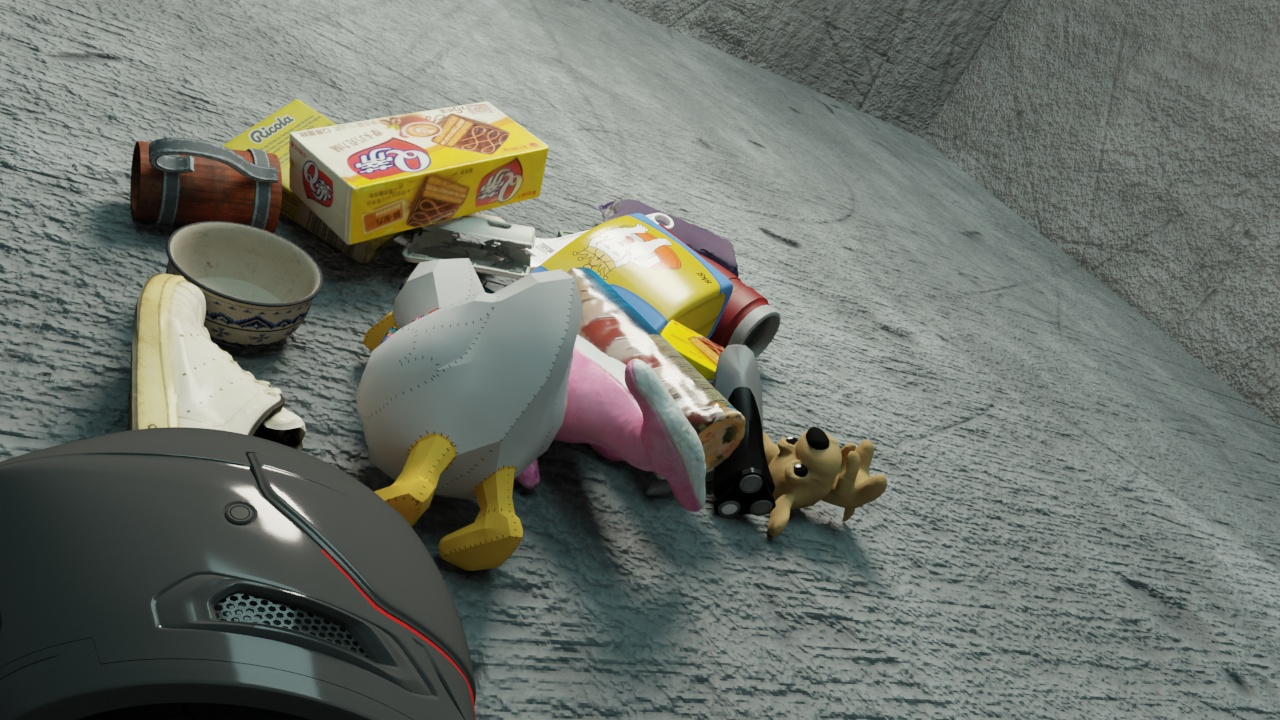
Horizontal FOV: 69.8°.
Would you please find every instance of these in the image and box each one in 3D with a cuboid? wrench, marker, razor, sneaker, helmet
[{"bbox_3d":[-0.059,-0.148,1.120,0.272,0.018,0.066,-20,58,-40],"label":"wrench"},{"bbox_3d":[0.052,0.106,0.846,0.138,0.022,0.016,-7,50,-50],"label":"marker"},{"bbox_3d":[0.092,0.062,0.843,0.057,0.060,0.156,0,69,-7],"label":"razor"},{"bbox_3d":[-0.274,0.028,0.596,0.102,0.089,0.241,1,42,-28],"label":"sneaker"},{"bbox_3d":[-0.195,0.120,0.433,0.264,0.165,0.169,20,30,-19],"label":"helmet"}]

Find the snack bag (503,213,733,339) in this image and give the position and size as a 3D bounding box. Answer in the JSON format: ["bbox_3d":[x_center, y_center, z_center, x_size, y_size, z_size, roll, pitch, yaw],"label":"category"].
[{"bbox_3d":[-0.024,-0.065,0.996,0.159,0.102,0.204,40,42,21],"label":"snack bag"}]

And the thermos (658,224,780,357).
[{"bbox_3d":[0.081,-0.085,1.131,0.198,0.084,0.107,41,31,27],"label":"thermos"}]

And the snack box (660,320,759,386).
[{"bbox_3d":[0.052,0.026,0.914,0.106,0.084,0.061,29,26,2],"label":"snack box"}]

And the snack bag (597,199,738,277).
[{"bbox_3d":[0.040,-0.158,1.245,0.205,0.059,0.096,21,29,-14],"label":"snack bag"}]

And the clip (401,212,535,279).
[{"bbox_3d":[-0.170,-0.130,0.945,0.125,0.092,0.151,12,24,-7],"label":"clip"}]

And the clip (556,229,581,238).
[{"bbox_3d":[-0.070,-0.149,1.162,0.074,0.035,0.023,4,37,-29],"label":"clip"}]

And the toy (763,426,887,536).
[{"bbox_3d":[0.171,0.111,0.877,0.108,0.106,0.134,10,35,-11],"label":"toy"}]

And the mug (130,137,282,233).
[{"bbox_3d":[-0.377,-0.158,0.802,0.111,0.118,0.081,2,74,-36],"label":"mug"}]

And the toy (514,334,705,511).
[{"bbox_3d":[-0.062,0.044,0.747,0.127,0.187,0.266,-41,41,-23],"label":"toy"}]

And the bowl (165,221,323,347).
[{"bbox_3d":[-0.319,-0.055,0.730,0.115,0.059,0.115,22,28,-13],"label":"bowl"}]

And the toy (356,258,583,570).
[{"bbox_3d":[-0.131,0.010,0.671,0.141,0.247,0.267,30,42,-35],"label":"toy"}]

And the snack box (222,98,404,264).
[{"bbox_3d":[-0.314,-0.180,0.931,0.181,0.045,0.121,33,45,-2],"label":"snack box"}]

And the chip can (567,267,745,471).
[{"bbox_3d":[-0.005,0.005,0.838,0.079,0.080,0.229,-3,39,-46],"label":"chip can"}]

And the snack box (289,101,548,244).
[{"bbox_3d":[-0.213,-0.190,0.903,0.229,0.062,0.110,-24,53,-40],"label":"snack box"}]

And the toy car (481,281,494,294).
[{"bbox_3d":[-0.147,-0.046,0.893,0.112,0.046,0.034,30,29,-1],"label":"toy car"}]
